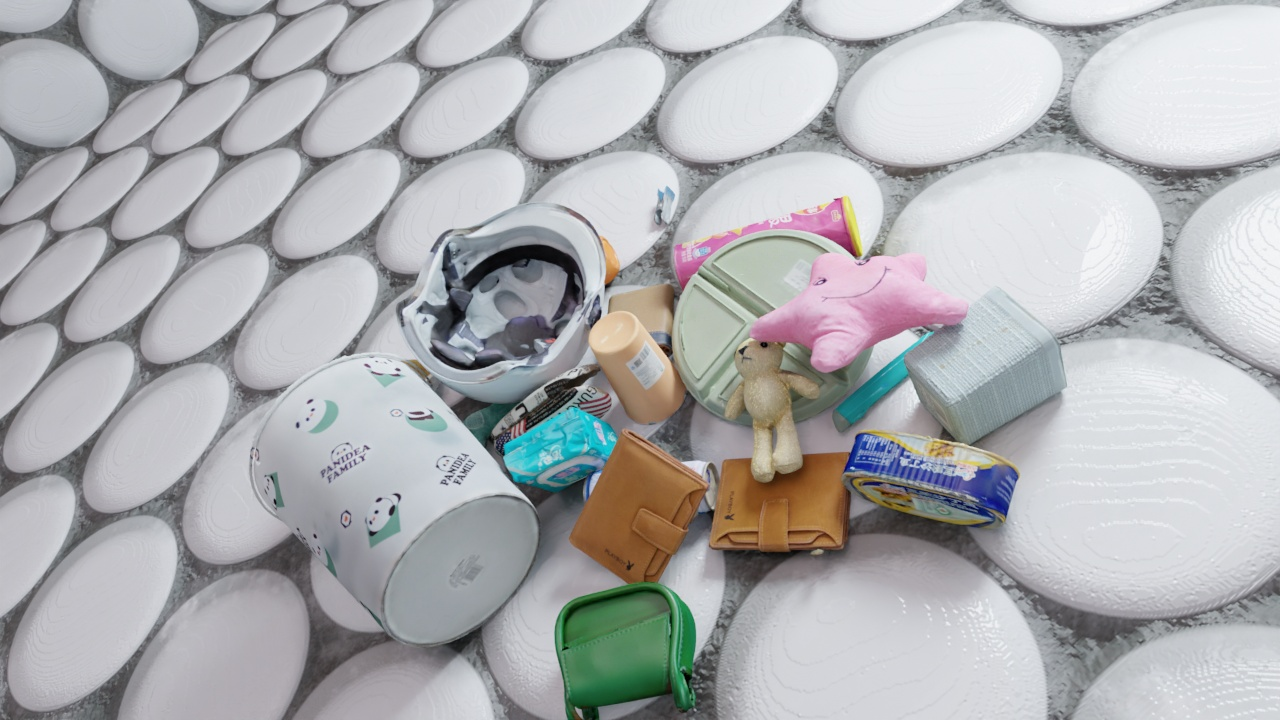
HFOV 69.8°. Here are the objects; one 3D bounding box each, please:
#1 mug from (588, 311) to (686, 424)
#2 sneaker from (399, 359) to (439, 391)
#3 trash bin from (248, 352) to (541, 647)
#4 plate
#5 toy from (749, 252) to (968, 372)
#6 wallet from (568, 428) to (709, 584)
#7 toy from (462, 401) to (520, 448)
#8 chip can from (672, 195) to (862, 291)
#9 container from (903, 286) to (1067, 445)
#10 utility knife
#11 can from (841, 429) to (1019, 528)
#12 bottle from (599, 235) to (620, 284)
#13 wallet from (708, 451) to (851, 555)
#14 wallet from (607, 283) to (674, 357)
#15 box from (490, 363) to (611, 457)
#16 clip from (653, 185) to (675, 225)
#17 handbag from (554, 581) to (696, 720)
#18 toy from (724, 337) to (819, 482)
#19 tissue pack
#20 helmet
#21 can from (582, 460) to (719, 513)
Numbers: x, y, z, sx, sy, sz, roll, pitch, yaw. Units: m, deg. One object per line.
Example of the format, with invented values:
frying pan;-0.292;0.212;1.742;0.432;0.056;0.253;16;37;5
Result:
mug;-0.006;0.006;1.010;0.078;0.123;0.078;-15;49;17
sneaker;-0.337;0.086;1.156;0.118;0.088;0.240;13;39;23
trash bin;-0.251;0.149;0.968;0.229;0.230;0.252;-46;51;-12
plate;0.138;-0.041;0.990;0.231;0.027;0.230;-8;70;21
toy;0.199;-0.056;0.896;0.194;0.075;0.178;-21;34;0
wallet;-0.002;0.150;0.904;0.108;0.031;0.132;32;104;21
toy;-0.180;0.063;1.127;0.091;0.030;0.096;-38;38;-11
chip can;0.147;-0.129;1.073;0.211;0.071;0.071;-14;48;19
container;0.317;0.008;0.856;0.111;0.090;0.090;-34;45;4
utility knife;0.254;0.019;0.935;0.157;0.013;0.029;-38;48;-8
can;0.256;0.105;0.819;0.148;0.074;0.049;10;63;34
bottle;-0.102;-0.107;1.204;0.150;0.067;0.066;-27;45;17
wallet;0.136;0.143;0.886;0.131;0.035;0.118;-6;45;25
wallet;-0.002;-0.042;1.107;0.090;0.033;0.115;-13;43;16
box;-0.100;0.070;1.020;0.164;0.075;0.082;-33;79;31
clip;0.032;-0.207;1.235;0.038;0.026;0.058;-8;56;34
handbag;-0.012;0.271;0.841;0.131;0.068;0.120;-16;55;15
toy;0.124;0.045;0.912;0.105;0.066;0.157;-25;55;32
tissue pack;-0.078;0.099;0.973;0.093;0.133;0.050;-28;71;10
helmet;-0.149;-0.053;1.106;0.229;0.146;0.258;20;61;19
can;0.012;0.134;0.943;0.135;0.053;0.053;-8;50;23
